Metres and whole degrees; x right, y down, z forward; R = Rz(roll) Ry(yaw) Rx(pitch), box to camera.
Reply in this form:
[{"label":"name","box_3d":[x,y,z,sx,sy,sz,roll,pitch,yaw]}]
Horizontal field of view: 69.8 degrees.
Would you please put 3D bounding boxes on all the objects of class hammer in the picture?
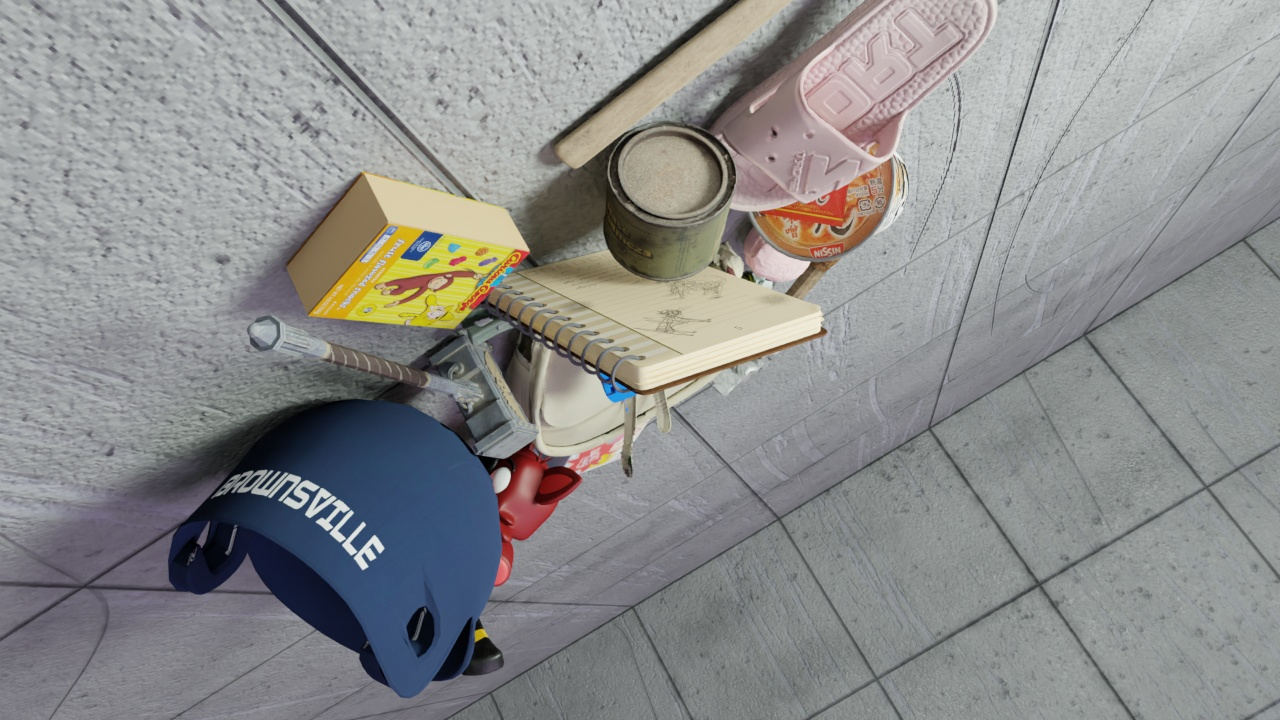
[{"label":"hammer","box_3d":[0.178,-0.084,0.996,0.121,0.049,0.320,-36,165,-50]},{"label":"hammer","box_3d":[0.079,-0.229,0.580,0.332,0.030,0.119,-33,159,15]},{"label":"hammer","box_3d":[-0.167,0.009,0.646,0.044,0.098,0.322,-34,164,8]},{"label":"hammer","box_3d":[-0.204,0.247,0.984,0.169,0.034,0.325,-15,-162,-21]}]

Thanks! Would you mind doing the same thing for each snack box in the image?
[{"label":"snack box","box_3d":[-0.059,0.068,0.993,0.094,0.079,0.093,-16,155,-32]},{"label":"snack box","box_3d":[-0.150,-0.067,0.606,0.088,0.040,0.125,-40,158,25]}]

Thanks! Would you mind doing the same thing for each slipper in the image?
[{"label":"slipper","box_3d":[0.137,-0.172,0.636,0.094,0.064,0.240,35,131,-23]}]

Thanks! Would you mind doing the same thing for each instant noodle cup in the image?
[{"label":"instant noodle cup","box_3d":[0.166,-0.146,0.766,0.124,0.123,0.121,-42,166,28]}]

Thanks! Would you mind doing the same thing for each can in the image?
[{"label":"can","box_3d":[0.020,-0.114,0.659,0.089,0.090,0.075,-25,159,-15]}]

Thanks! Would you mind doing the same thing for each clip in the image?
[{"label":"clip","box_3d":[-0.109,-0.039,0.748,0.076,0.044,0.023,-26,161,-16]}]

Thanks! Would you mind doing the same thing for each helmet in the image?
[{"label":"helmet","box_3d":[-0.224,0.157,0.758,0.222,0.232,0.273,-51,154,-52]}]

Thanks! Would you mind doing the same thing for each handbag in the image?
[{"label":"handbag","box_3d":[-0.005,0.005,0.848,0.229,0.132,0.184,-23,150,-12]}]

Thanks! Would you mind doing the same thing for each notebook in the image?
[{"label":"notebook","box_3d":[-0.002,-0.040,0.666,0.167,0.226,0.024,-18,117,-30]}]

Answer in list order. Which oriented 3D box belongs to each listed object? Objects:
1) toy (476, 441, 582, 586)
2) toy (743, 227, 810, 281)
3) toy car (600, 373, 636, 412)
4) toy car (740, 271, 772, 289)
[{"label":"toy","box_3d":[-0.160,0.151,0.921,0.197,0.158,0.120,-47,123,-2]},{"label":"toy","box_3d":[0.147,-0.121,0.881,0.105,0.053,0.108,-47,156,11]},{"label":"toy car","box_3d":[-0.025,0.006,0.796,0.033,0.092,0.062,-21,-175,-7]},{"label":"toy car","box_3d":[0.101,-0.056,0.992,0.106,0.033,0.048,-42,155,26]}]
